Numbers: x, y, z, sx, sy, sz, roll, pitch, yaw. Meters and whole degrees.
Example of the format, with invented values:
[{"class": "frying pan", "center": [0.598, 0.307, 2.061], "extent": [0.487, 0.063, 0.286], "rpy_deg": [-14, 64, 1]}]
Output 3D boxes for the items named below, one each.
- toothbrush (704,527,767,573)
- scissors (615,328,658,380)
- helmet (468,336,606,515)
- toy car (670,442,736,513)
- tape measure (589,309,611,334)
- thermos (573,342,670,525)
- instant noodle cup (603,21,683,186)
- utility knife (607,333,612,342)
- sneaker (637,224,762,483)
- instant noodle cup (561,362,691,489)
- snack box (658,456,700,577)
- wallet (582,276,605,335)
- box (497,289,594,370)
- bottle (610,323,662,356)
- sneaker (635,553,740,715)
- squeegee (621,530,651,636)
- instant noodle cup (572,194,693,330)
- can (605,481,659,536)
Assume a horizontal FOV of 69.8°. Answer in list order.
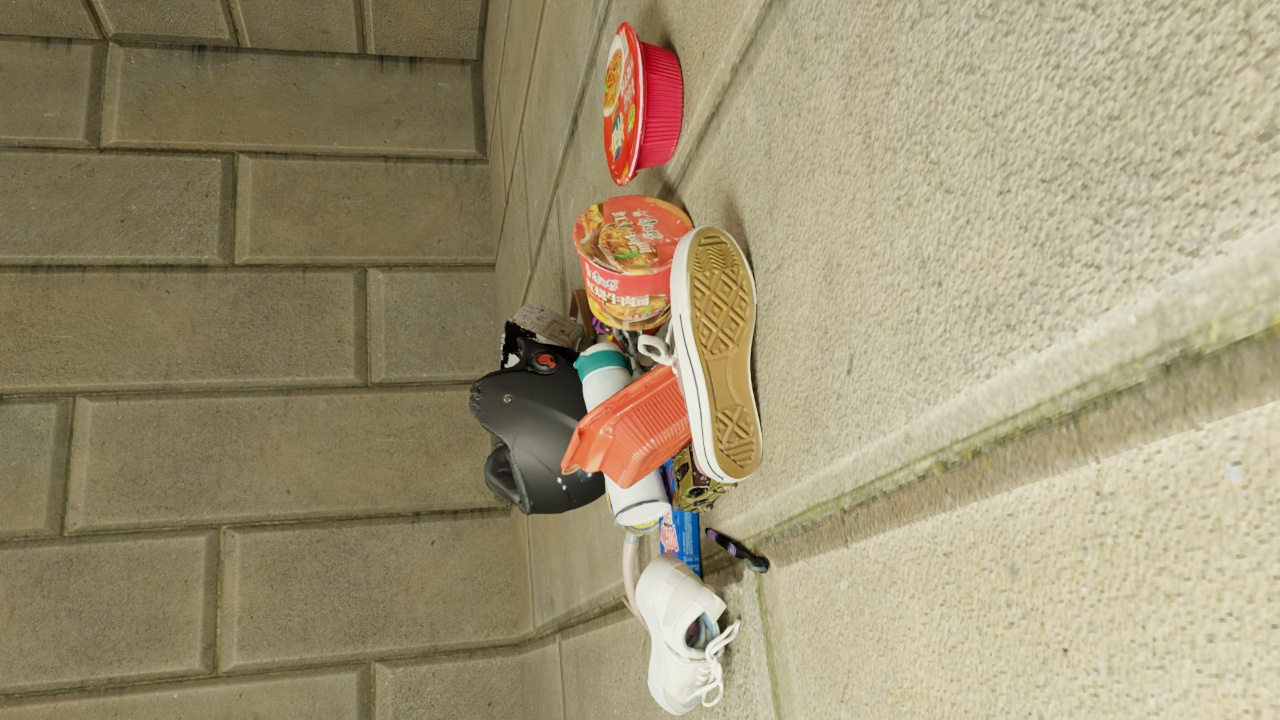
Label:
[{"class": "toothbrush", "center": [0.091, 0.190, 0.929], "extent": [0.189, 0.016, 0.014], "rpy_deg": [-178, 86, -77]}, {"class": "scissors", "center": [0.001, 0.011, 1.178], "extent": [0.175, 0.014, 0.159], "rpy_deg": [14, 141, 54]}, {"class": "helmet", "center": [-0.128, 0.094, 1.354], "extent": [0.234, 0.230, 0.274], "rpy_deg": [97, 173, -56]}, {"class": "toy car", "center": [0.066, 0.114, 0.968], "extent": [0.158, 0.042, 0.070], "rpy_deg": [122, 143, -61]}, {"class": "tape measure", "center": [-0.045, -0.065, 1.349], "extent": [0.058, 0.057, 0.039], "rpy_deg": [83, 171, -53]}, {"class": "thermos", "center": [-0.023, 0.082, 1.106], "extent": [0.073, 0.073, 0.224], "rpy_deg": [111, 147, -57]}, {"class": "instant noodle cup", "center": [0.004, -0.309, 1.114], "extent": [0.194, 0.065, 0.194], "rpy_deg": [177, 91, -76]}, {"class": "utility knife", "center": [-0.040, -0.083, 1.410], "extent": [0.033, 0.015, 0.165], "rpy_deg": [-125, 36, -61]}, {"class": "sneaker", "center": [0.057, -0.004, 0.870], "extent": [0.088, 0.118, 0.241], "rpy_deg": [-5, 92, 56]}, {"class": "instant noodle cup", "center": [0.009, 0.066, 0.986], "extent": [0.079, 0.188, 0.165], "rpy_deg": [51, 155, 14]}, {"class": "snack box", "center": [0.044, 0.192, 1.085], "extent": [0.085, 0.026, 0.157], "rpy_deg": [158, 110, -74]}, {"class": "wallet", "center": [-0.068, -0.128, 1.494], "extent": [0.119, 0.035, 0.130], "rpy_deg": [95, 165, -46]}, {"class": "box", "center": [-0.147, -0.027, 1.679], "extent": [0.180, 0.153, 0.183], "rpy_deg": [-52, -17, -48]}, {"class": "bottle", "center": [-0.013, -0.039, 1.218], "extent": [0.206, 0.059, 0.059], "rpy_deg": [128, 138, -68]}, {"class": "sneaker", "center": [0.059, 0.301, 0.955], "extent": [0.091, 0.089, 0.243], "rpy_deg": [22, 140, 31]}, {"class": "squeegee", "center": [-0.006, 0.258, 1.270], "extent": [0.248, 0.040, 0.249], "rpy_deg": [-172, 82, -76]}, {"class": "instant noodle cup", "center": [-0.007, -0.110, 1.069], "extent": [0.109, 0.138, 0.137], "rpy_deg": [91, 169, -47]}, {"class": "can", "center": [-0.004, 0.149, 1.178], "extent": [0.049, 0.074, 0.148], "rpy_deg": [-143, 52, -68]}]
